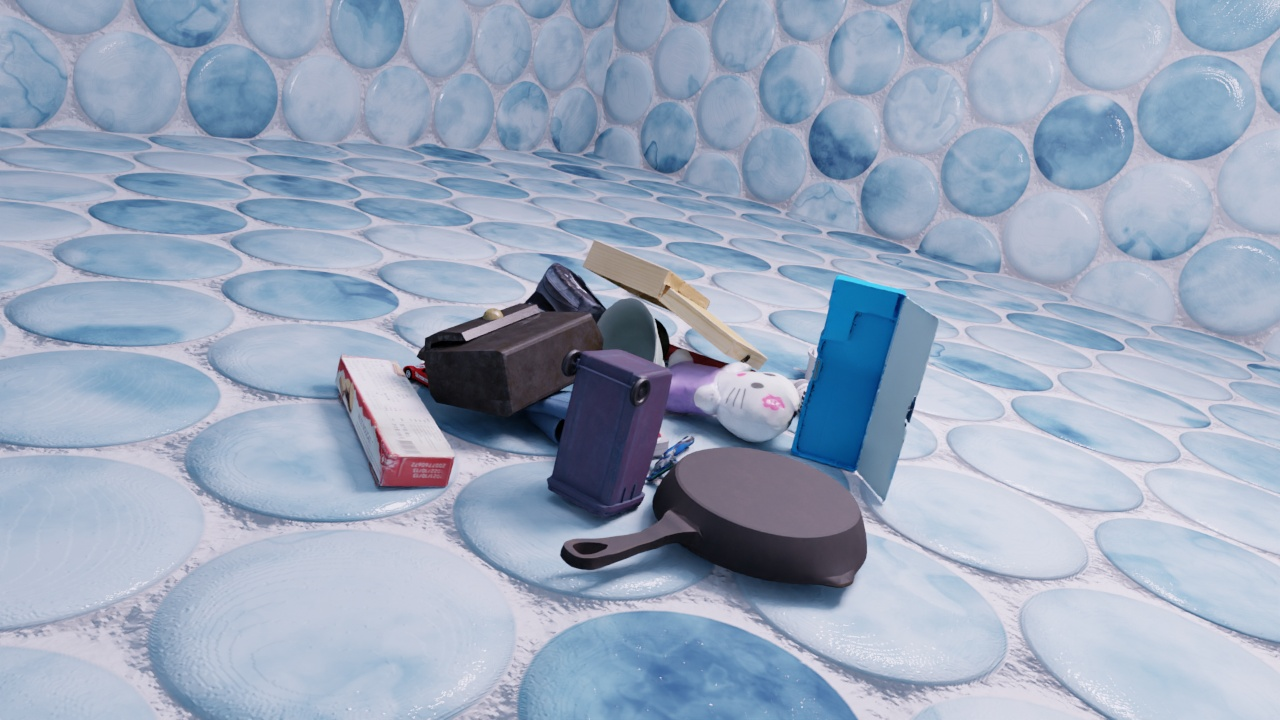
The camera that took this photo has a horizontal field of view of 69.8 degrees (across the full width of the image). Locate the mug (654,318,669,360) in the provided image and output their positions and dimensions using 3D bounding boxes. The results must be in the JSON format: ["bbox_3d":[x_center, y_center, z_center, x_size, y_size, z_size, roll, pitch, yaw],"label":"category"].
[{"bbox_3d":[-0.006,-0.037,1.387,0.085,0.111,0.081,13,16,26],"label":"mug"}]

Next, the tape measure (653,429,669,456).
[{"bbox_3d":[0.000,0.100,1.134,0.060,0.020,0.062,-2,21,-20],"label":"tape measure"}]

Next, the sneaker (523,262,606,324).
[{"bbox_3d":[-0.126,-0.051,1.367,0.097,0.151,0.252,49,4,9],"label":"sneaker"}]

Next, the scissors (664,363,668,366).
[{"bbox_3d":[0.019,0.029,1.373,0.133,0.016,0.073,-10,32,-35],"label":"scissors"}]

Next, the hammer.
[{"bbox_3d":[0.042,-0.015,1.478,0.316,0.036,0.126,20,23,22],"label":"hammer"}]

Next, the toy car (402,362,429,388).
[{"bbox_3d":[-0.273,0.021,1.206,0.089,0.025,0.038,25,23,36],"label":"toy car"}]

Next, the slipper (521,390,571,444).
[{"bbox_3d":[-0.069,0.072,1.119,0.103,0.059,0.214,-5,10,-44],"label":"slipper"}]

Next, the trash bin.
[{"bbox_3d":[-0.034,0.077,0.962,0.094,0.161,0.092,22,16,30],"label":"trash bin"}]

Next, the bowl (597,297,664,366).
[{"bbox_3d":[-0.007,0.007,1.195,0.067,0.174,0.174,16,14,-32],"label":"bowl"}]

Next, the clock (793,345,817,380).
[{"bbox_3d":[0.341,0.017,1.503,0.159,0.061,0.120,4,20,-15],"label":"clock"}]

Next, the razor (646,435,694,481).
[{"bbox_3d":[0.040,0.112,1.107,0.018,0.044,0.140,56,19,1],"label":"razor"}]

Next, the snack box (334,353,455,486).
[{"bbox_3d":[-0.287,0.065,1.047,0.076,0.044,0.273,6,19,-31],"label":"snack box"}]

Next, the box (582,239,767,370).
[{"bbox_3d":[0.063,-0.077,1.364,0.257,0.076,0.247,39,7,17],"label":"box"}]

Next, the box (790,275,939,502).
[{"bbox_3d":[0.287,0.031,1.145,0.075,0.244,0.167,-8,27,-42],"label":"box"}]

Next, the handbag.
[{"bbox_3d":[-0.183,-0.016,1.153,0.200,0.102,0.196,3,18,32],"label":"handbag"}]

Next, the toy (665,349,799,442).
[{"bbox_3d":[0.113,0.051,1.243,0.209,0.086,0.137,17,22,23],"label":"toy"}]

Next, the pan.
[{"bbox_3d":[0.077,0.154,0.920,0.355,0.043,0.249,-4,24,-37],"label":"pan"}]

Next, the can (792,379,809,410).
[{"bbox_3d":[0.256,0.065,1.343,0.044,0.044,0.106,5,20,-18],"label":"can"}]
